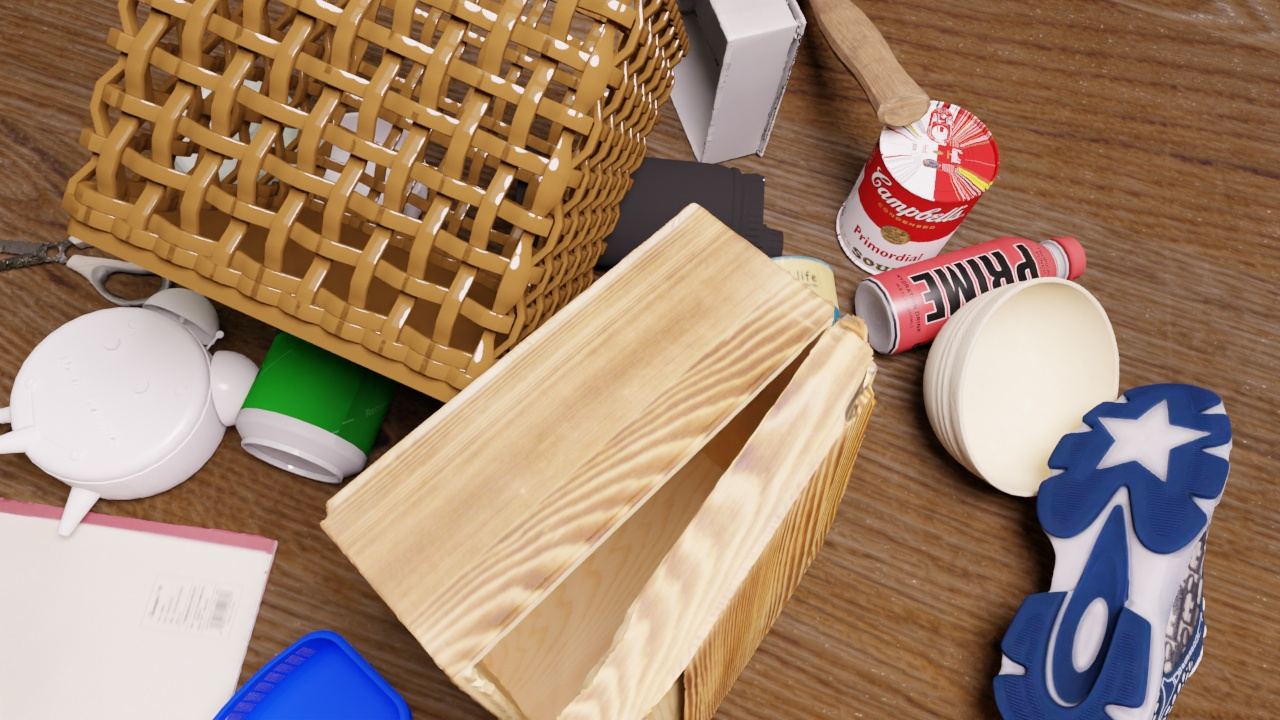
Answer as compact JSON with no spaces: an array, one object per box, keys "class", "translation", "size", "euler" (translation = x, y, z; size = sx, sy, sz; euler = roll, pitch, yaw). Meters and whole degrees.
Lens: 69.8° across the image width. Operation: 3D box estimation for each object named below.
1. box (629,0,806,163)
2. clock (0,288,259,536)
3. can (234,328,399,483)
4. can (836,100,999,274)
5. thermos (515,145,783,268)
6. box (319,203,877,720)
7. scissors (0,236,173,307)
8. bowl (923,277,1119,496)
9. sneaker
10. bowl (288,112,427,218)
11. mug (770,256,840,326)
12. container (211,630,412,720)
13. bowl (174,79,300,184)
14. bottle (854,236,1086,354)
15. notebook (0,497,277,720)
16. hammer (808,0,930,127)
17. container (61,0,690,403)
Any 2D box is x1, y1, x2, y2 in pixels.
[{"class":"box","translation":[-0.044,-0.375,0.755],"size":[0.119,0.167,0.478],"euler":[-38,75,-17]},{"class":"clock","translation":[-0.349,0.024,0.621],"size":[0.160,0.073,0.125],"euler":[-36,74,-18]},{"class":"can","translation":[-0.211,0.007,0.632],"size":[0.088,0.088,0.139],"euler":[16,68,3]},{"class":"can","translation":[0.207,-0.126,0.700],"size":[0.086,0.117,0.086],"euler":[1,68,-4]},{"class":"thermos","translation":[0.009,-0.110,0.696],"size":[0.198,0.086,0.086],"euler":[5,67,-2]},{"class":"box","translation":[0.008,0.098,0.503],"size":[0.168,0.280,0.244],"euler":[37,69,22]},{"class":"scissors","translation":[-0.425,-0.089,0.696],"size":[0.163,0.013,0.154],"euler":[31,75,8]},{"class":"bowl","translation":[0.258,0.015,0.656],"size":[0.150,0.075,0.151],"euler":[-3,97,-25]},{"class":"sneaker","translation":[0.329,0.147,0.606],"size":[0.132,0.103,0.268],"euler":[42,67,-35]},{"class":"bowl","translation":[-0.216,-0.133,0.707],"size":[0.105,0.054,0.104],"euler":[2,68,-6]},{"class":"mug","translation":[0.091,-0.007,0.670],"size":[0.114,0.083,0.107],"euler":[-10,71,16]},{"class":"container","translation":[-0.201,0.232,0.556],"size":[0.096,0.058,0.114],"euler":[40,71,12]},{"class":"bowl","translation":[-0.313,-0.174,0.713],"size":[0.117,0.061,0.117],"euler":[2,67,-4]},{"class":"bottle","translation":[0.257,-0.057,0.705],"size":[0.176,0.062,0.062],"euler":[-17,70,-11]},{"class":"notebook","translation":[-0.359,0.174,0.595],"size":[0.209,0.012,0.152],"euler":[9,67,-1]},{"class":"hammer","translation":[0.165,-0.273,0.734],"size":[0.132,0.040,0.304],"euler":[-10,43,-1]},{"class":"container","translation":[-0.121,-0.136,0.519],"size":[0.219,0.251,0.214],"euler":[24,102,1]}]
